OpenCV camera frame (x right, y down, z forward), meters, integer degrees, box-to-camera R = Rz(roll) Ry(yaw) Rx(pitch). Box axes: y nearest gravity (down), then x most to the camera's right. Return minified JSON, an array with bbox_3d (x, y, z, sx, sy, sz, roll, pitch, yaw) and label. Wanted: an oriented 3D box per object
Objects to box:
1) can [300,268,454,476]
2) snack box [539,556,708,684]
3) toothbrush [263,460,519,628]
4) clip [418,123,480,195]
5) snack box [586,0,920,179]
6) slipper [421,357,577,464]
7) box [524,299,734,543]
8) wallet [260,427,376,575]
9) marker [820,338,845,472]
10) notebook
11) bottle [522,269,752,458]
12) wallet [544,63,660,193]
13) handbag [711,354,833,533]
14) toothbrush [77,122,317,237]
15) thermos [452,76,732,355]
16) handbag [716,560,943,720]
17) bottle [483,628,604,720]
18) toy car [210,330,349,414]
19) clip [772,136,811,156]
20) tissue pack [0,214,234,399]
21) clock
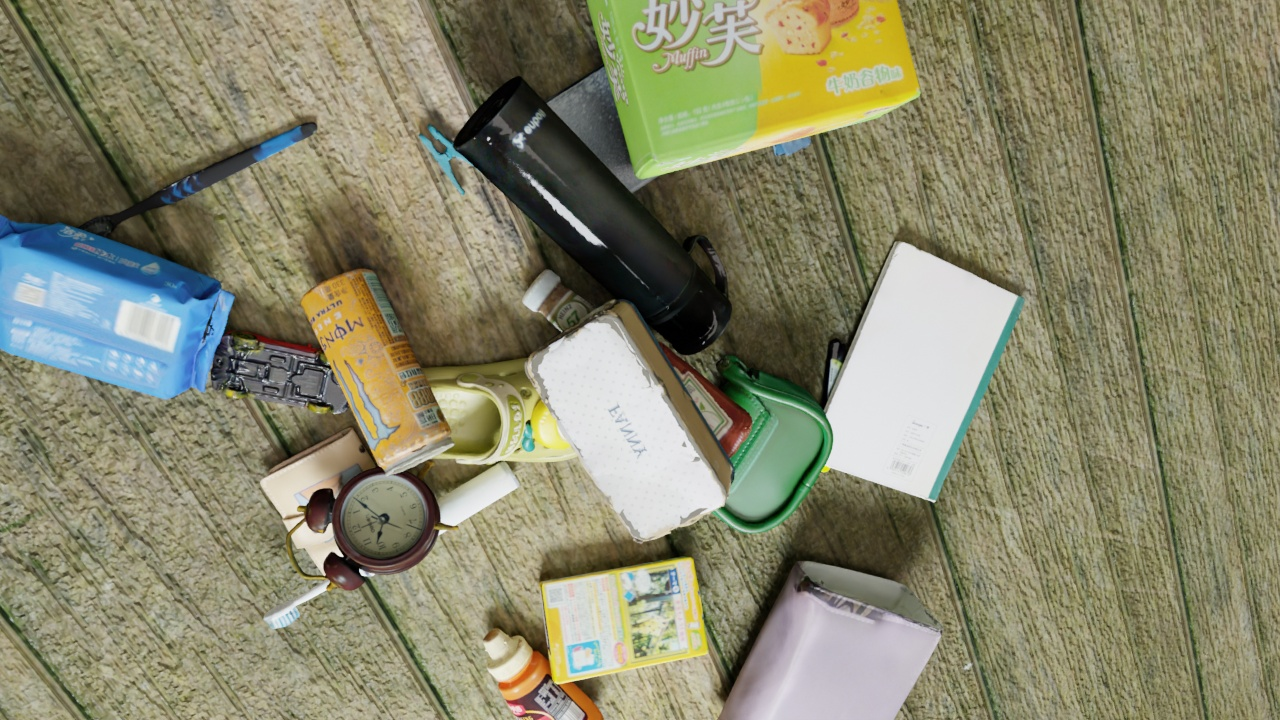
[{"bbox_3d":[-0.192,0.008,0.674,0.058,0.058,0.146,-26,87,-5],"label":"can"},{"bbox_3d":[-0.015,0.228,0.815,0.140,0.034,0.087,-8,81,-10],"label":"snack box"},{"bbox_3d":[-0.199,0.148,0.740,0.220,0.027,0.026,-31,116,-16],"label":"toothbrush"},{"bbox_3d":[-0.142,-0.152,0.687,0.039,0.013,0.056,-41,114,0],"label":"clip"},{"bbox_3d":[0.079,-0.235,0.664,0.210,0.070,0.157,-16,94,-10],"label":"snack box"},{"bbox_3d":[-0.111,0.049,0.726,0.190,0.081,0.092,-1,110,-11],"label":"slipper"},{"bbox_3d":[-0.002,0.050,0.677,0.090,0.059,0.184,-27,101,15],"label":"box"},{"bbox_3d":[-0.245,0.122,0.746,0.087,0.024,0.115,-29,114,-10],"label":"wallet"},{"bbox_3d":[0.171,0.041,0.831,0.018,0.015,0.124,-1,105,-19],"label":"marker"},{"bbox_3d":[0.251,0.015,0.833,0.150,0.012,0.209,20,97,-20],"label":"notebook"},{"bbox_3d":[-0.004,0.004,0.726,0.206,0.059,0.060,39,95,-2],"label":"bottle"},{"bbox_3d":[-0.015,-0.179,0.710,0.121,0.019,0.097,-33,115,-3],"label":"wallet"},{"bbox_3d":[0.092,0.073,0.789,0.120,0.068,0.131,28,100,-12],"label":"handbag"},{"bbox_3d":[-0.316,-0.125,0.650,0.189,0.016,0.014,-27,120,-6],"label":"toothbrush"},{"bbox_3d":[-0.024,-0.108,0.693,0.242,0.069,0.089,42,60,-28],"label":"thermos"},{"bbox_3d":[0.169,0.296,0.868,0.145,0.098,0.197,19,103,-21],"label":"handbag"},{"bbox_3d":[-0.092,0.300,0.825,0.067,0.067,0.149,-35,105,-2],"label":"bottle"},{"bbox_3d":[-0.268,0.010,0.697,0.106,0.031,0.049,13,104,-16],"label":"toy car"},{"bbox_3d":[0.115,-0.194,0.737,0.027,0.045,0.058,-21,102,-4],"label":"clip"},{"bbox_3d":[-0.372,-0.037,0.636,0.157,0.052,0.095,21,118,-20],"label":"tissue pack"},{"bbox_3d":[-0.206,0.126,0.700,0.121,0.055,0.082,-20,81,-17],"label":"clock"}]
